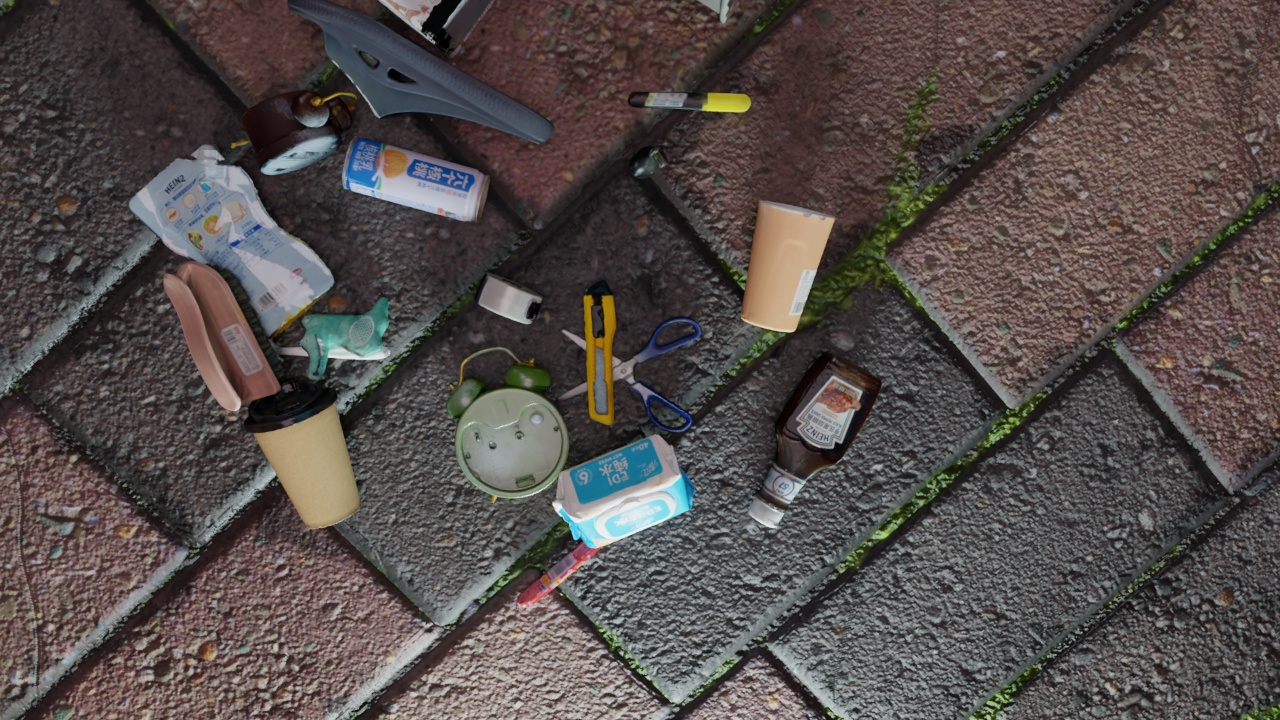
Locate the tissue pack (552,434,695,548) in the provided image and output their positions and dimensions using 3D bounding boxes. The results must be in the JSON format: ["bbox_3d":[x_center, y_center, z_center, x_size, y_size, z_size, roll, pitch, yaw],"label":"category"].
[{"bbox_3d":[-0.016,0.140,0.950,0.140,0.063,0.090,-22,143,0],"label":"tissue pack"}]

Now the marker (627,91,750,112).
[{"bbox_3d":[0.049,-0.262,0.929,0.124,0.015,0.018,2,99,0],"label":"marker"}]

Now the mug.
[{"bbox_3d":[0.145,-0.095,0.933,0.078,0.078,0.123,11,104,-5],"label":"mug"}]

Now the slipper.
[{"bbox_3d":[-0.215,-0.257,0.869,0.268,0.110,0.083,26,100,-10],"label":"slipper"}]

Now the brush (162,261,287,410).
[{"bbox_3d":[-0.406,-0.026,0.887,0.063,0.072,0.146,-14,108,20],"label":"brush"}]

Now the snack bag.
[{"bbox_3d":[-0.405,-0.118,0.915,0.110,0.038,0.191,-38,100,14],"label":"snack bag"}]

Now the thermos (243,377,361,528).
[{"bbox_3d":[-0.338,0.094,0.934,0.093,0.093,0.143,-16,109,-1],"label":"thermos"}]

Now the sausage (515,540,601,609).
[{"bbox_3d":[-0.077,0.221,1.000,0.156,0.020,0.020,-41,99,4],"label":"sausage"}]

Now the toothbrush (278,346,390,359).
[{"bbox_3d":[-0.350,-0.009,0.948,0.180,0.016,0.016,1,103,-3],"label":"toothbrush"}]

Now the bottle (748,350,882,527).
[{"bbox_3d":[0.178,0.088,0.980,0.080,0.044,0.195,29,98,-7],"label":"bottle"}]

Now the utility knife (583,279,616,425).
[{"bbox_3d":[-0.041,-0.007,0.955,0.033,0.015,0.154,-2,99,4],"label":"utility knife"}]

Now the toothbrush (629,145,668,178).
[{"bbox_3d":[0.008,-0.183,0.838,0.026,0.212,0.027,-28,100,1],"label":"toothbrush"}]

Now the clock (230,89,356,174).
[{"bbox_3d":[-0.324,-0.224,0.878,0.122,0.082,0.055,-24,95,15],"label":"clock"}]

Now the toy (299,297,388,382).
[{"bbox_3d":[-0.305,-0.022,0.935,0.092,0.030,0.096,3,69,4],"label":"toy"}]

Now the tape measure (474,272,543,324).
[{"bbox_3d":[-0.132,-0.063,0.925,0.065,0.066,0.033,22,96,-6],"label":"tape measure"}]

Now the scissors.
[{"bbox_3d":[-0.004,0.010,0.973,0.176,0.012,0.162,44,96,-8],"label":"scissors"}]

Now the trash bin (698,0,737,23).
[{"bbox_3d":[0.029,-0.451,0.811,0.220,0.198,0.199,27,97,-1],"label":"trash bin"}]

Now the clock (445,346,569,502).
[{"bbox_3d":[-0.137,0.064,0.952,0.116,0.056,0.161,-17,100,-1],"label":"clock"}]

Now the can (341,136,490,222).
[{"bbox_3d":[-0.220,-0.178,0.907,0.134,0.053,0.053,15,98,-5],"label":"can"}]

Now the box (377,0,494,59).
[{"bbox_3d":[-0.150,-0.413,0.808,0.106,0.178,0.272,24,98,-7],"label":"box"}]
